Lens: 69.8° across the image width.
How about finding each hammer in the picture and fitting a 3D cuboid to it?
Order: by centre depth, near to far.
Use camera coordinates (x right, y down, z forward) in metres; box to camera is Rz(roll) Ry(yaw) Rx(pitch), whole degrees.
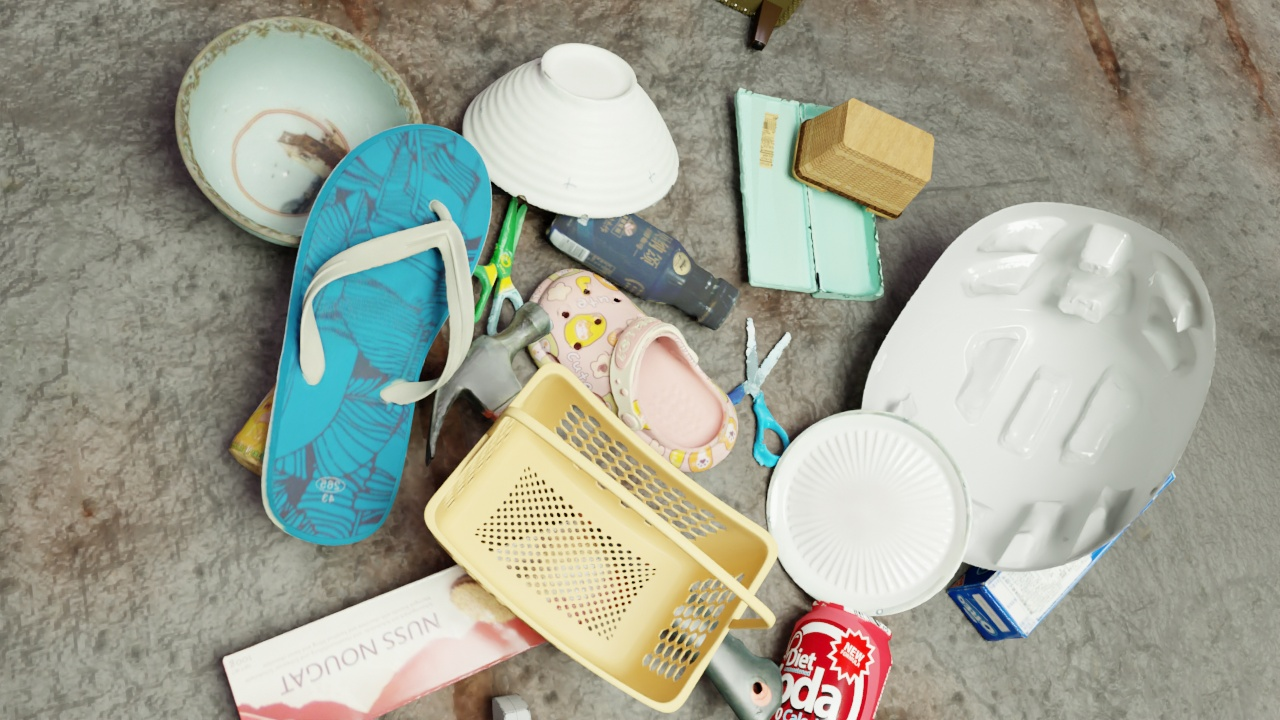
[{"bbox_3d":[-0.018,0.120,0.643,0.132,0.033,0.333,-41,88,-25],"label":"hammer"}]

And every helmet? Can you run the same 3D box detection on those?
[{"bbox_3d":[0.304,0.030,0.718,0.224,0.184,0.281,20,70,33],"label":"helmet"}]

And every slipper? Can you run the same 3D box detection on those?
[{"bbox_3d":[-0.168,-0.028,0.593,0.118,0.060,0.294,18,75,-25],"label":"slipper"},{"bbox_3d":[-0.004,0.004,0.695,0.197,0.082,0.093,43,68,2],"label":"slipper"}]

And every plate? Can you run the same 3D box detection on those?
[{"bbox_3d":[0.174,0.116,0.707,0.157,0.014,0.157,-5,79,27],"label":"plate"}]

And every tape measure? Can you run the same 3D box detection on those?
[{"bbox_3d":[-0.085,0.256,0.609,0.020,0.060,0.062,-5,76,-19],"label":"tape measure"}]

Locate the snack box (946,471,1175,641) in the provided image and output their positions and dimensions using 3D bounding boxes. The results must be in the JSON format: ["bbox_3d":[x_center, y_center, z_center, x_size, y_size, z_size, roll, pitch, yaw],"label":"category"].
[{"bbox_3d":[0.361,0.146,0.782,0.225,0.059,0.059,-34,83,-24],"label":"snack box"}]

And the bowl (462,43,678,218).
[{"bbox_3d":[-0.047,-0.197,0.717,0.177,0.071,0.177,9,49,-10],"label":"bowl"}]

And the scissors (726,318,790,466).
[{"bbox_3d":[0.083,0.019,0.756,0.104,0.015,0.133,6,73,-14],"label":"scissors"}]

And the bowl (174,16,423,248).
[{"bbox_3d":[-0.243,-0.148,0.654,0.159,0.094,0.159,4,81,-28],"label":"bowl"}]

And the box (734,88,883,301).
[{"bbox_3d":[0.148,-0.146,0.817,0.136,0.033,0.186,4,73,-16],"label":"box"}]

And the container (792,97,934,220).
[{"bbox_3d":[0.198,-0.177,0.799,0.114,0.061,0.063,19,68,-17],"label":"container"}]

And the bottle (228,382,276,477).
[{"bbox_3d":[-0.198,-0.006,0.647,0.068,0.068,0.209,32,67,-6],"label":"bottle"}]

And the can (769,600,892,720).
[{"bbox_3d":[0.131,0.255,0.668,0.074,0.075,0.142,30,68,-7],"label":"can"}]

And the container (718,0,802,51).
[{"bbox_3d":[0.041,-0.439,0.797,0.321,0.177,0.204,22,72,-10],"label":"container"}]

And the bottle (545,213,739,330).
[{"bbox_3d":[0.003,-0.080,0.738,0.161,0.056,0.056,31,67,-7],"label":"bottle"}]

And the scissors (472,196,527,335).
[{"bbox_3d":[-0.104,-0.074,0.721,0.070,0.014,0.130,42,50,-33],"label":"scissors"}]

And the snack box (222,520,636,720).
[{"bbox_3d":[-0.132,0.181,0.625,0.272,0.044,0.076,-18,79,-22],"label":"snack box"}]

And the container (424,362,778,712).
[{"bbox_3d":[-0.023,0.105,0.538,0.183,0.167,0.129,40,66,-4],"label":"container"}]

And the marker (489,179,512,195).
[{"bbox_3d":[-0.119,-0.143,0.740,0.133,0.018,0.015,0,54,-17],"label":"marker"}]
